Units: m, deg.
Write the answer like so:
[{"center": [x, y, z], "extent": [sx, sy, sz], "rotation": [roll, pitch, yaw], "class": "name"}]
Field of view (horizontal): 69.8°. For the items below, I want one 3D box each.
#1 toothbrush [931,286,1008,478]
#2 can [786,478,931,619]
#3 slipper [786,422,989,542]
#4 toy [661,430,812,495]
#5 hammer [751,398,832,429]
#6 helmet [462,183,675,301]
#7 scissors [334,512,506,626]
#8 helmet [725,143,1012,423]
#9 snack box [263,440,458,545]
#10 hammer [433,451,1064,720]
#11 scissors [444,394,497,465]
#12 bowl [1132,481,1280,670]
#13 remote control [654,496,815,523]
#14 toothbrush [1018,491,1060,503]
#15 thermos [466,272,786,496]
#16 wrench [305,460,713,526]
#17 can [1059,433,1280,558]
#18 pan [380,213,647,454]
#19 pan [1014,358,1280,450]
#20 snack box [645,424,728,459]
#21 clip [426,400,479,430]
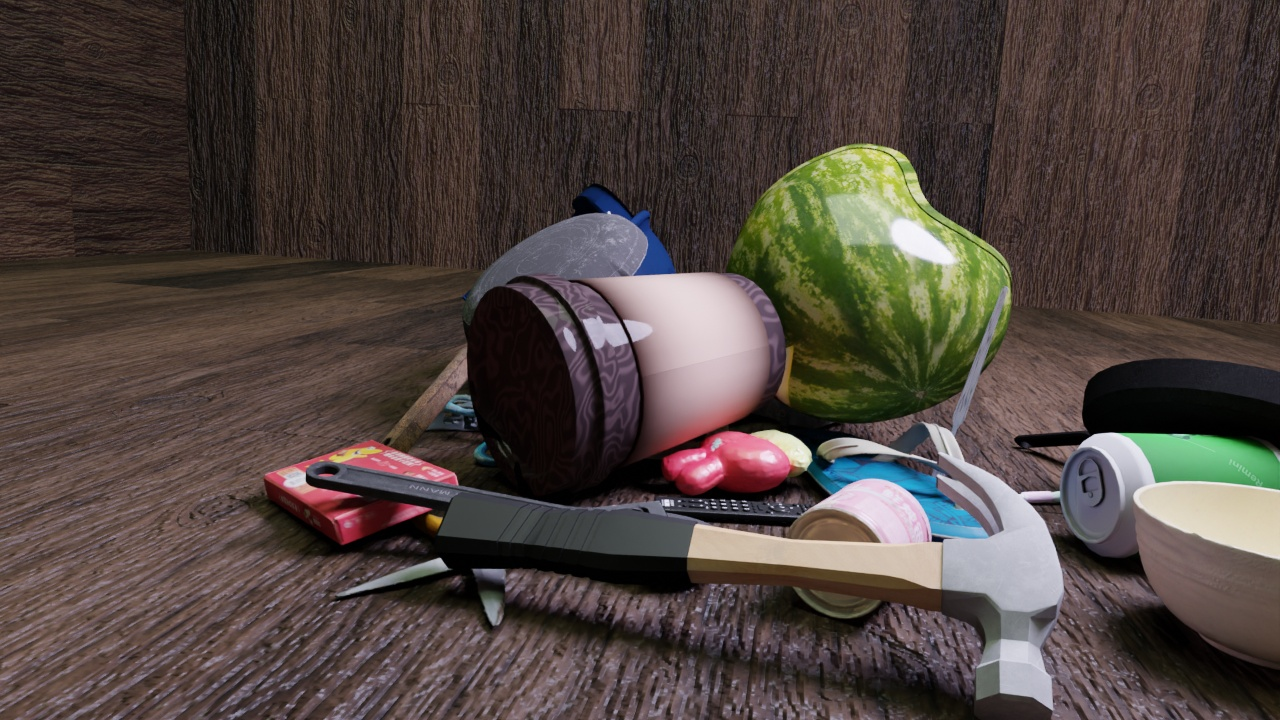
[{"center": [0.278, 0.024, 0.775], "extent": [0.010, 0.182, 0.010], "rotation": [21, 14, 22], "class": "toothbrush"}, {"center": [0.131, 0.111, 0.552], "extent": [0.067, 0.067, 0.076], "rotation": [10, 12, 33], "class": "can"}, {"center": [0.200, 0.084, 0.764], "extent": [0.118, 0.060, 0.295], "rotation": [-3, 11, -14], "class": "slipper"}, {"center": [0.081, 0.084, 0.755], "extent": [0.135, 0.045, 0.092], "rotation": [-9, 10, -33], "class": "toy"}, {"center": [0.068, 0.038, 0.966], "extent": [0.325, 0.079, 0.177], "rotation": [-13, 18, -41], "class": "hammer"}, {"center": [-0.059, -0.067, 1.057], "extent": [0.223, 0.232, 0.272], "rotation": [46, -11, 6], "class": "helmet"}, {"center": [-0.097, 0.117, 0.603], "extent": [0.224, 0.016, 0.230], "rotation": [-7, 15, -36], "class": "scissors"}, {"center": [0.201, -0.055, 0.856], "extent": [0.243, 0.213, 0.247], "rotation": [-27, 49, -9], "class": "helmet"}, {"center": [-0.200, 0.089, 0.650], "extent": [0.089, 0.021, 0.133], "rotation": [-19, 18, -37], "class": "snack box"}, {"center": [0.044, 0.104, 0.490], "extent": [0.329, 0.039, 0.130], "rotation": [2, 49, 18], "class": "hammer"}, {"center": [-0.127, 0.061, 0.845], "extent": [0.134, 0.011, 0.139], "rotation": [12, 25, 5], "class": "scissors"}, {"center": [0.356, 0.125, 0.515], "extent": [0.151, 0.075, 0.150], "rotation": [4, 9, -1], "class": "bowl"}, {"center": [0.080, 0.113, 0.692], "extent": [0.140, 0.009, 0.030], "rotation": [3, 10, 0], "class": "remote control"}, {"center": [0.360, 0.113, 0.770], "extent": [0.154, 0.015, 0.022], "rotation": [1, -24, -8], "class": "toothbrush"}, {"center": [-0.005, 0.005, 0.758], "extent": [0.225, 0.173, 0.173], "rotation": [-12, 17, -36], "class": "thermos"}, {"center": [-0.081, 0.095, 0.583], "extent": [0.273, 0.018, 0.073], "rotation": [10, 20, 3], "class": "wrench"}, {"center": [0.384, 0.097, 0.656], "extent": [0.140, 0.088, 0.088], "rotation": [2, 10, -8], "class": "can"}, {"center": [-0.130, -0.035, 0.851], "extent": [0.208, 0.040, 0.355], "rotation": [-1, 39, 43], "class": "pan"}, {"center": [0.449, 0.073, 0.788], "extent": [0.225, 0.034, 0.357], "rotation": [29, -16, -13], "class": "pan"}, {"center": [0.005, 0.053, 0.850], "extent": [0.150, 0.026, 0.081], "rotation": [3, 44, -8], "class": "snack box"}, {"center": [-0.134, 0.051, 0.944], "extent": [0.165, 0.032, 0.165], "rotation": [6, 9, 15], "class": "clip"}]
